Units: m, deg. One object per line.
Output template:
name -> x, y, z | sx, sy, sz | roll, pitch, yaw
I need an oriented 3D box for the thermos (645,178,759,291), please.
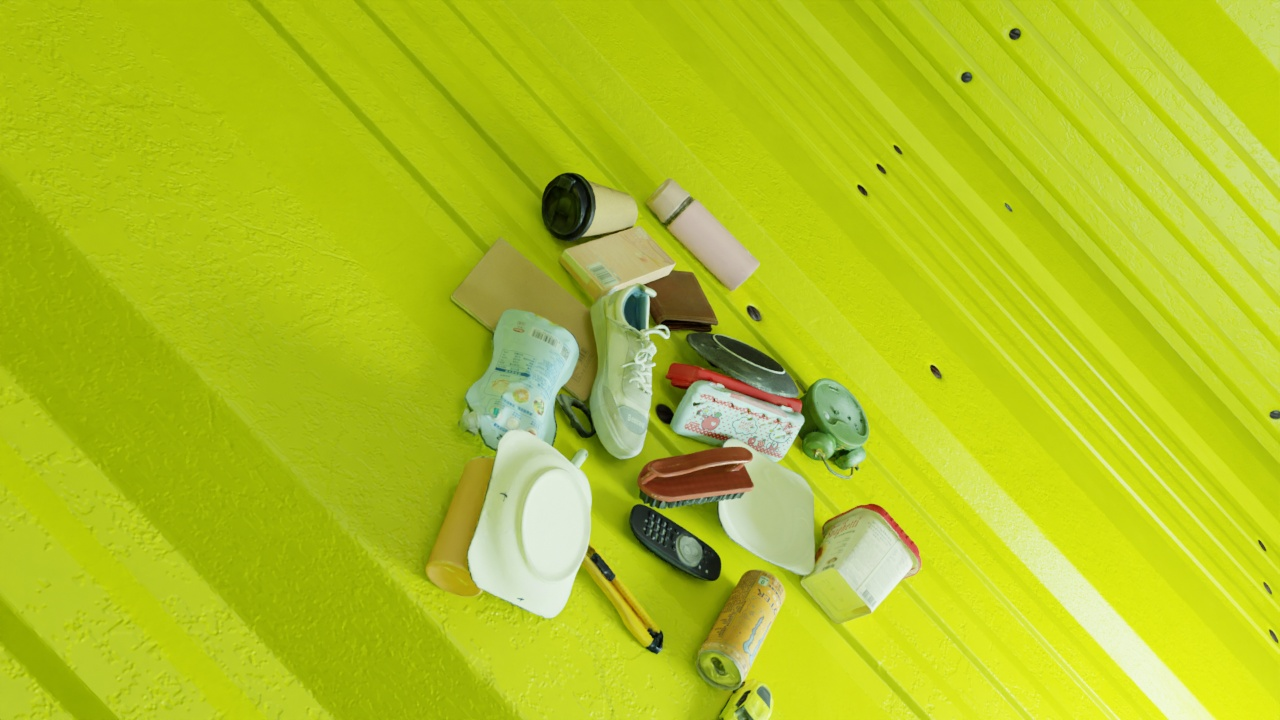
thermos -> 0.096, -0.200, 1.452 | 0.198, 0.067, 0.087 | 43, 8, -3

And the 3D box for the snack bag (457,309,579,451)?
snack bag -> -0.134, 0.029, 1.045 | 0.110, 0.039, 0.190 | 32, 47, -18

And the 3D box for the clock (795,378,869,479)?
clock -> 0.285, 0.103, 1.373 | 0.116, 0.056, 0.161 | 20, 47, -29

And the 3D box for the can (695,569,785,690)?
can -> 0.116, 0.305, 1.050 | 0.058, 0.058, 0.145 | 47, 39, -2

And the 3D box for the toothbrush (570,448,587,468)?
toothbrush -> -0.099, 0.156, 1.009 | 0.020, 0.029, 0.189 | 9, 34, 18

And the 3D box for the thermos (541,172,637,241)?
thermos -> -0.070, -0.213, 1.289 | 0.143, 0.093, 0.093 | -7, 63, -53

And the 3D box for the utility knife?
utility knife -> -0.045, 0.226, 0.988 | 0.223, 0.015, 0.033 | 52, 36, -4

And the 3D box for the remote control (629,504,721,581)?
remote control -> 0.038, 0.216, 1.078 | 0.136, 0.024, 0.053 | 35, 39, -17

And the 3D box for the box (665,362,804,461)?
box -> 0.125, 0.076, 1.253 | 0.201, 0.095, 0.100 | 18, 86, -31

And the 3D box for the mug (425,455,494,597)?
mug -> -0.161, 0.165, 0.904 | 0.078, 0.078, 0.122 | 36, 46, -15

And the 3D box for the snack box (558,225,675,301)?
snack box -> -0.030, -0.137, 1.283 | 0.156, 0.026, 0.084 | -25, 66, -44

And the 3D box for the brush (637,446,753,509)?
brush -> 0.064, 0.137, 1.107 | 0.145, 0.069, 0.063 | -4, 49, -24

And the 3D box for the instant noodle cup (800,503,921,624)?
instant noodle cup -> 0.282, 0.269, 1.198 | 0.116, 0.117, 0.123 | 49, 50, 2

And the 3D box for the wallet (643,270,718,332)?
wallet -> 0.049, -0.089, 1.338 | 0.124, 0.032, 0.101 | 0, 55, -43

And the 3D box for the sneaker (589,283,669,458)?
sneaker -> -0.007, 0.007, 1.143 | 0.089, 0.091, 0.241 | 31, 42, -40

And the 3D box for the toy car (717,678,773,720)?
toy car -> 0.114, 0.391, 0.998 | 0.048, 0.032, 0.105 | 49, 41, 1

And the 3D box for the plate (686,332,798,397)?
plate -> 0.149, -0.002, 1.293 | 0.179, 0.024, 0.179 | 25, 16, -8

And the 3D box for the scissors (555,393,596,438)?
scissors -> -0.114, 0.029, 1.094 | 0.159, 0.014, 0.180 | 31, 47, -19

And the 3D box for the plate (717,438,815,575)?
plate -> 0.157, 0.195, 1.197 | 0.164, 0.034, 0.163 | 31, 42, -20

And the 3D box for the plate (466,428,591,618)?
plate -> -0.094, 0.163, 0.911 | 0.163, 0.034, 0.164 | 42, 51, -46

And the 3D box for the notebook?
notebook -> -0.127, -0.055, 1.165 | 0.207, 0.008, 0.147 | 39, 39, -11
